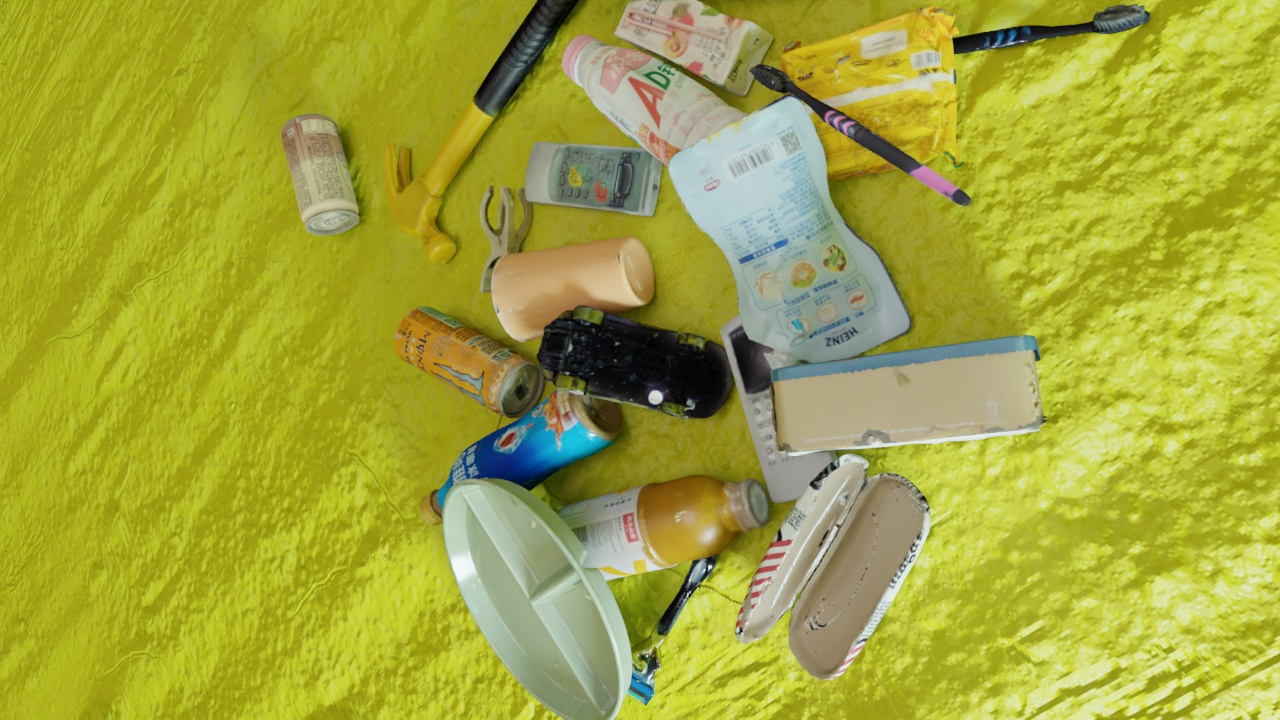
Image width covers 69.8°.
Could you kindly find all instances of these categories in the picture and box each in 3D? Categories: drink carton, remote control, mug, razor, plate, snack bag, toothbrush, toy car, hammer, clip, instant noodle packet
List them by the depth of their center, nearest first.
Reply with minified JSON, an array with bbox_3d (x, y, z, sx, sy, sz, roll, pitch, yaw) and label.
[{"bbox_3d":[0.241,-0.221,0.629,0.190,0.016,0.014,2,88,33],"label":"toothbrush"},{"bbox_3d":[0.148,-0.158,0.635,0.189,0.017,0.014,41,126,23],"label":"toothbrush"},{"bbox_3d":[0.165,-0.184,0.657,0.129,0.044,0.111,-2,96,35],"label":"instant noodle packet"},{"bbox_3d":[0.106,-0.083,0.660,0.110,0.039,0.191,-27,97,4],"label":"snack bag"},{"bbox_3d":[0.106,0.032,0.702,0.058,0.021,0.150,-23,78,29],"label":"remote control"},{"bbox_3d":[-0.004,0.004,0.737,0.158,0.042,0.070,15,83,3],"label":"toy car"},{"bbox_3d":[0.039,-0.262,0.738,0.122,0.045,0.053,35,107,28],"label":"drink carton"},{"bbox_3d":[0.022,0.212,0.749,0.042,0.022,0.143,30,102,2],"label":"razor"},{"bbox_3d":[-0.088,0.197,0.760,0.230,0.027,0.231,28,132,37],"label":"plate"},{"bbox_3d":[-0.054,-0.064,0.778,0.123,0.078,0.078,-10,83,26],"label":"mug"},{"bbox_3d":[-0.044,-0.160,0.802,0.135,0.019,0.056,13,95,32],"label":"remote control"},{"bbox_3d":[-0.125,-0.110,0.846,0.072,0.034,0.100,5,99,31],"label":"clip"},{"bbox_3d":[-0.146,-0.240,0.861,0.301,0.032,0.128,-49,67,22],"label":"hammer"}]

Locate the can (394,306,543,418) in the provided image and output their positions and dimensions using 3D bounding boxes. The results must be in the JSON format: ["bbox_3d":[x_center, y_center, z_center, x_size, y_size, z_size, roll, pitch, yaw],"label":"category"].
[{"bbox_3d":[-0.160,0.000,0.847,0.146,0.058,0.058,26,102,30],"label":"can"}]

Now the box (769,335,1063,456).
[{"bbox_3d":[0.182,0.025,0.607,0.185,0.089,0.062,-10,81,22],"label":"box"}]

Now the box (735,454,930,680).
[{"bbox_3d":[0.137,0.149,0.648,0.086,0.075,0.162,33,105,31],"label":"box"}]

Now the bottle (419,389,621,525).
[{"bbox_3d":[-0.115,0.091,0.812,0.219,0.065,0.065,-33,72,27],"label":"bottle"}]

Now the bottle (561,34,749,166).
[{"bbox_3d":[0.013,-0.206,0.743,0.197,0.068,0.068,42,109,29],"label":"bottle"}]

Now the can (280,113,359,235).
[{"bbox_3d":[-0.336,-0.195,0.963,0.059,0.058,0.116,-24,76,29],"label":"can"}]

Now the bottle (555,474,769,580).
[{"bbox_3d":[0.011,0.132,0.731,0.190,0.068,0.068,-19,79,30],"label":"bottle"}]
